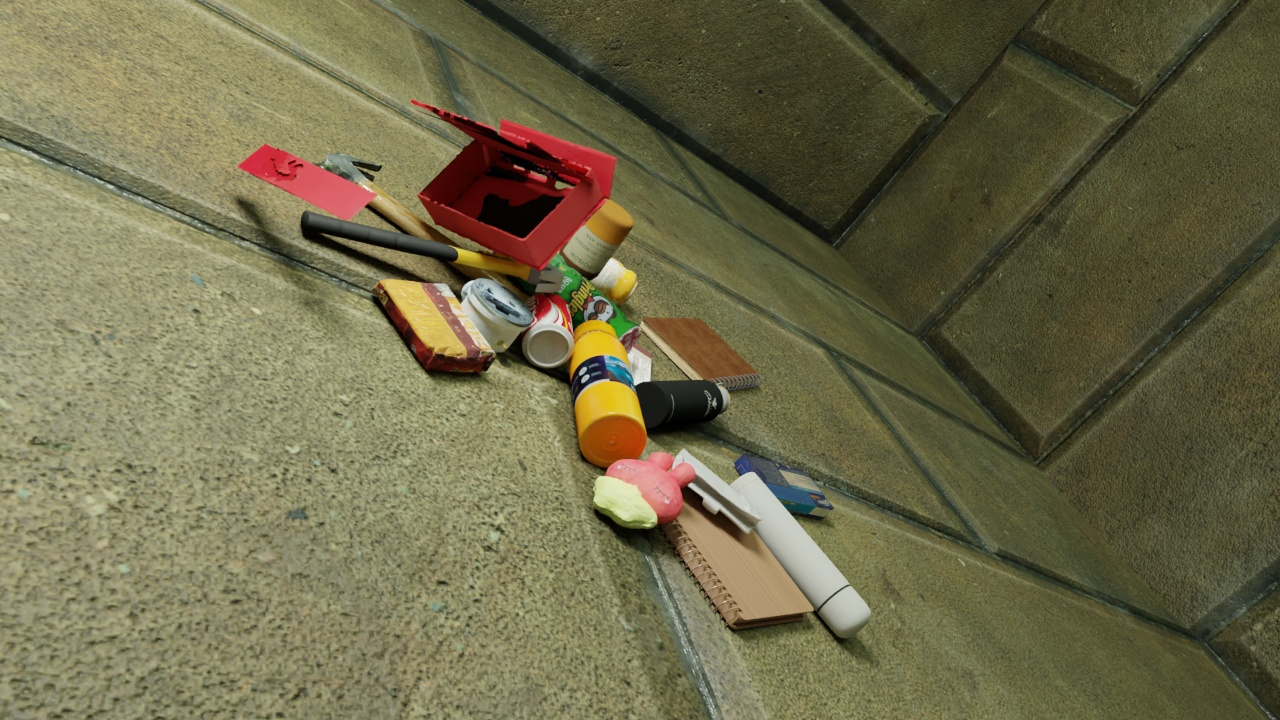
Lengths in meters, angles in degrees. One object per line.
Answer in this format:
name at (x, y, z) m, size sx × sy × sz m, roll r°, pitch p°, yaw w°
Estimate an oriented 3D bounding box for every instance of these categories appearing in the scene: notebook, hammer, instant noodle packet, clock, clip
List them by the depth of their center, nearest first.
instant noodle packet at (-0.224, -0.040, 0.995) m, size 0.135 × 0.040 × 0.098 m, roll 50°, pitch 22°, yaw 24°
notebook at (0.088, 0.207, 1.034) m, size 0.169 × 0.022 × 0.210 m, roll 14°, pitch 32°, yaw -51°
hammer at (-0.236, -0.130, 1.093) m, size 0.323 × 0.029 × 0.127 m, roll 10°, pitch 14°, yaw -34°
clock at (-0.176, -0.059, 1.095) m, size 0.083 × 0.057 × 0.117 m, roll 31°, pitch 21°, yaw -19°
hammer at (-0.267, -0.157, 1.189) m, size 0.330 × 0.033 × 0.132 m, roll 37°, pitch 19°, yaw -9°
clip at (-0.203, -0.137, 1.245) m, size 0.049 × 0.054 × 0.044 m, roll 13°, pitch 6°, yaw -2°
notebook at (0.105, -0.010, 1.534) m, size 0.167 × 0.024 × 0.225 m, roll 45°, pitch 21°, yaw 20°

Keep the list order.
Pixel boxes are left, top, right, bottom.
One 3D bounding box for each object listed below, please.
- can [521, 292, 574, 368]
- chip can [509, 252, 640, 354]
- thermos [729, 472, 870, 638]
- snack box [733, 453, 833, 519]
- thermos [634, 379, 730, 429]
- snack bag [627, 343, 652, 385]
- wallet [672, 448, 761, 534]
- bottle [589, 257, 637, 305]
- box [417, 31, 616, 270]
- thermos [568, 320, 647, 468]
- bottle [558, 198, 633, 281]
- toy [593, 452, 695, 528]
can at (-0.117, -0.040, 1.145) m, size 0.064 × 0.064 × 0.104 m, roll 30°, pitch 21°, yaw -23°
chip can at (-0.100, -0.090, 1.272) m, size 0.223 × 0.076 × 0.075 m, roll 44°, pitch 20°, yaw 14°
thermos at (0.187, 0.233, 1.105) m, size 0.224 × 0.052 × 0.052 m, roll 50°, pitch 22°, yaw 27°
snack box at (0.203, 0.179, 1.290) m, size 0.150 × 0.027 × 0.082 m, roll 18°, pitch 30°, yaw -42°
thermos at (0.065, 0.057, 1.260) m, size 0.061 × 0.061 × 0.231 m, roll 47°, pitch 21°, yaw 21°
snack bag at (-0.008, 0.008, 1.310) m, size 0.057 × 0.013 × 0.157 m, roll 32°, pitch 20°, yaw -12°
wallet at (0.086, 0.155, 1.074) m, size 0.116 × 0.032 × 0.086 m, roll 38°, pitch 7°, yaw 0°
bottle at (-0.059, -0.137, 1.459) m, size 0.109 × 0.063 × 0.063 m, roll 34°, pitch 20°, yaw -13°
box at (-0.080, -0.366, 1.128) m, size 0.215 × 0.510 × 0.141 m, roll 27°, pitch -5°, yaw 35°
thermos at (-0.045, 0.037, 1.105) m, size 0.076 × 0.091 × 0.232 m, roll -7°, pitch 31°, yaw -5°
bottle at (-0.079, -0.156, 1.327) m, size 0.068 × 0.157 × 0.067 m, roll 31°, pitch 25°, yaw -16°
toy at (0.006, 0.136, 0.974) m, size 0.091 × 0.045 × 0.134 m, roll 37°, pitch 37°, yaw 24°
